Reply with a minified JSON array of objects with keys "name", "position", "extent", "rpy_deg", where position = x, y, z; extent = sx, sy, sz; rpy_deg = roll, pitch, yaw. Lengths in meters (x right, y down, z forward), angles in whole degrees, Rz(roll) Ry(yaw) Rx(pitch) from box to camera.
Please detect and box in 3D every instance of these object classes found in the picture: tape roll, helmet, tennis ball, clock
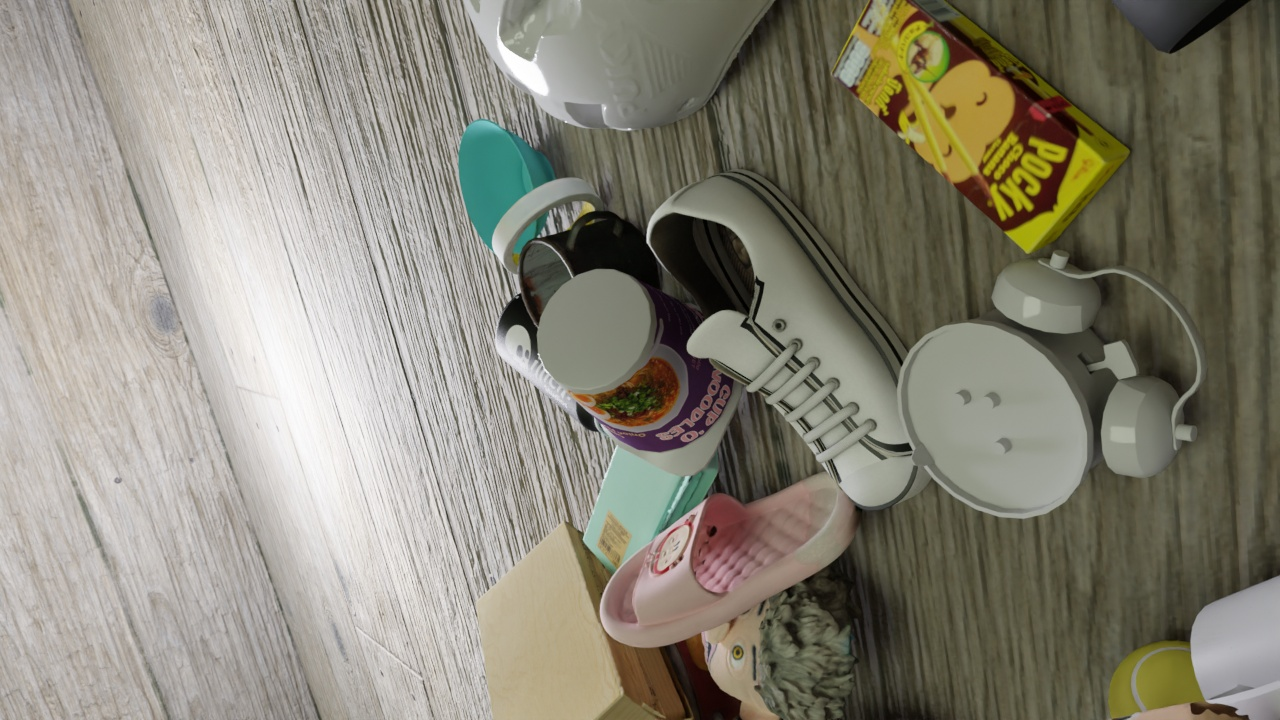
[{"name":"tape roll","position":[-0.073,-0.106,0.732],"extent":[0.019,0.093,0.094],"rpy_deg":[55,144,19]},{"name":"helmet","position":[-0.025,-0.266,0.577],"extent":[0.283,0.183,0.224],"rpy_deg":[151,100,-76]},{"name":"tennis ball","position":[0.267,0.172,0.452],"extent":[0.065,0.065,0.065],"rpy_deg":[30,131,42]},{"name":"clock","position":[0.199,0.015,0.460],"extent":[0.120,0.060,0.160],"rpy_deg":[59,146,12]},{"name":"clock","position":[0.052,0.248,0.790],"extent":[0.110,0.061,0.156],"rpy_deg":[94,156,-52]}]

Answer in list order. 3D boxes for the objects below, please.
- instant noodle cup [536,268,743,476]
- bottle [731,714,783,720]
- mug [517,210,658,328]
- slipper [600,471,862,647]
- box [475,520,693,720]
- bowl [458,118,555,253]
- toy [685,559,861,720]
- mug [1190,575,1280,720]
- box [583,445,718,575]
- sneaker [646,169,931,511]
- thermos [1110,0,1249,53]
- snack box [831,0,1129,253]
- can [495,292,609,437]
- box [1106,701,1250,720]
[{"name":"instant noodle cup","position":[-0.004,0.004,0.626],"extent":[0.122,0.122,0.136],"rpy_deg":[-24,65,17]},{"name":"bottle","position":[0.091,0.295,0.692],"extent":[0.056,0.160,0.056],"rpy_deg":[-12,64,27]},{"name":"mug","position":[-0.036,-0.074,0.711],"extent":[0.085,0.081,0.111],"rpy_deg":[48,141,26]},{"name":"slipper","position":[0.058,0.134,0.651],"extent":[0.222,0.106,0.055],"rpy_deg":[-30,112,30]},{"name":"box","position":[-0.036,0.262,0.794],"extent":[0.142,0.184,0.248],"rpy_deg":[-63,24,14]},{"name":"bowl","position":[-0.106,-0.151,0.794],"extent":[0.121,0.046,0.121],"rpy_deg":[30,131,42]},{"name":"toy","position":[0.085,0.196,0.664],"extent":[0.176,0.076,0.132],"rpy_deg":[-18,51,52]},{"name":"mug","position":[0.279,0.122,0.361],"extent":[0.097,0.119,0.083],"rpy_deg":[-57,46,51]},{"name":"box","position":[-0.003,0.116,0.749],"extent":[0.189,0.080,0.077],"rpy_deg":[112,164,-46]},{"name":"sneaker","position":[0.083,-0.011,0.572],"extent":[0.245,0.097,0.091],"rpy_deg":[60,145,12]},{"name":"thermos","position":[0.162,-0.224,0.349],"extent":[0.218,0.105,0.106],"rpy_deg":[55,144,9]},{"name":"snack box","position":[0.164,-0.126,0.460],"extent":[0.149,0.025,0.061],"rpy_deg":[51,143,22]},{"name":"can","position":[-0.055,-0.001,0.778],"extent":[0.146,0.080,0.080],"rpy_deg":[36,135,38]},{"name":"box","position":[0.265,0.202,0.386],"extent":[0.216,0.043,0.151],"rpy_deg":[21,142,-9]}]
